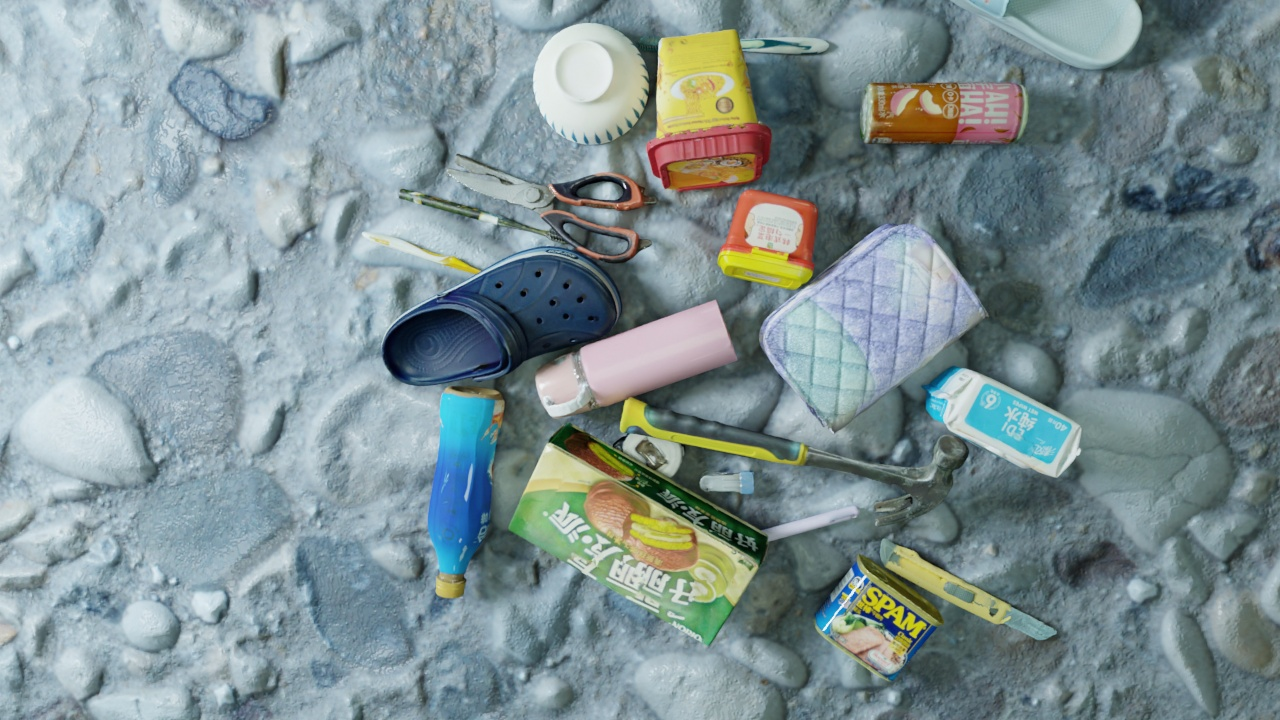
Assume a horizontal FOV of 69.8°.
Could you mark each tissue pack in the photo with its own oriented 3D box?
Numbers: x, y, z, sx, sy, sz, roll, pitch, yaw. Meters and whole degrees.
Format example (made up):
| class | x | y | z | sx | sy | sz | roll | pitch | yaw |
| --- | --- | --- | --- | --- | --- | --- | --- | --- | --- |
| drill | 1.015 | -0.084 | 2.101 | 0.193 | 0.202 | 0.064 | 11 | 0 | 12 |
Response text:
| class | x | y | z | sx | sy | sz | roll | pitch | yaw |
| --- | --- | --- | --- | --- | --- | --- | --- | --- | --- |
| tissue pack | 0.345 | 0.058 | 0.885 | 0.140 | 0.090 | 0.063 | 27 | 96 | 2 |

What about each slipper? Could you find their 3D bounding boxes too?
| class | x | y | z | sx | sy | sz | roll | pitch | yaw |
| --- | --- | --- | --- | --- | --- | --- | --- | --- | --- |
| slipper | 0.362 | -0.362 | 0.855 | 0.245 | 0.074 | 0.104 | 36 | 98 | 0 |
| slipper | -0.146 | -0.037 | 0.912 | 0.253 | 0.095 | 0.105 | -16 | 112 | 9 |

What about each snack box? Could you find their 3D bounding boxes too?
| class | x | y | z | sx | sy | sz | roll | pitch | yaw |
| --- | --- | --- | --- | --- | --- | --- | --- | --- | --- |
| snack box | 0.127 | -0.119 | 0.896 | 0.091 | 0.082 | 0.080 | 13 | 86 | 3 |
| snack box | -0.003 | 0.171 | 0.918 | 0.240 | 0.063 | 0.115 | 29 | 115 | 6 |

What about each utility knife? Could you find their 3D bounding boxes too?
| class | x | y | z | sx | sy | sz | roll | pitch | yaw |
| --- | --- | --- | --- | --- | --- | --- | --- | --- | --- |
| utility knife | 0.333 | 0.238 | 0.943 | 0.198 | 0.021 | 0.031 | 26 | 103 | -2 |

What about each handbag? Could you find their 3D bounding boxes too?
| class | x | y | z | sx | sy | sz | roll | pitch | yaw |
| --- | --- | --- | --- | --- | --- | --- | --- | --- | --- |
| handbag | 0.222 | -0.035 | 0.896 | 0.194 | 0.075 | 0.134 | -38 | 96 | 8 |

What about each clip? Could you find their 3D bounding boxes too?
| class | x | y | z | sx | sy | sz | roll | pitch | yaw |
| --- | --- | --- | --- | --- | --- | --- | --- | --- | --- |
| clip | 0.090 | 0.126 | 0.951 | 0.058 | 0.041 | 0.026 | -2 | 96 | 6 |

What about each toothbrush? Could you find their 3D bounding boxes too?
| class | x | y | z | sx | sy | sz | roll | pitch | yaw |
| --- | --- | --- | --- | --- | --- | --- | --- | --- | --- |
| toothbrush | 0.134 | 0.178 | 0.951 | 0.189 | 0.021 | 0.029 | -14 | 132 | 5 |
| toothbrush | -0.162 | -0.150 | 0.948 | 0.186 | 0.017 | 0.012 | 16 | 83 | 3 |
| toothbrush | 0.091 | -0.314 | 0.911 | 0.192 | 0.018 | 0.016 | 2 | 95 | 5 |
| toothbrush | -0.200 | -0.107 | 0.957 | 0.191 | 0.016 | 0.018 | 18 | 85 | 3 |

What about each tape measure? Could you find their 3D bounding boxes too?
| class | x | y | z | sx | sy | sz | roll | pitch | yaw |
| --- | --- | --- | --- | --- | --- | --- | --- | --- | --- |
| tape measure | 0.013 | 0.093 | 0.946 | 0.066 | 0.033 | 0.066 | -42 | 90 | 8 |

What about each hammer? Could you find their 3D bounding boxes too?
| class | x | y | z | sx | sy | sz | roll | pitch | yaw |
| --- | --- | --- | --- | --- | --- | --- | --- | --- | --- |
| hammer | 0.139 | 0.091 | 0.898 | 0.323 | 0.031 | 0.126 | 12 | 135 | 3 |

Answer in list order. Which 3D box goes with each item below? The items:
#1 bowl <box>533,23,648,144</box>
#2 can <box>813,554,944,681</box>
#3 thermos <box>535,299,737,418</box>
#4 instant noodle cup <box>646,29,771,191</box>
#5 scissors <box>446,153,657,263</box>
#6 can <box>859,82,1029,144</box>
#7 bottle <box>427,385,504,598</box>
| class | x | y | z | sx | sy | sz | roll | pitch | yaw |
| --- | --- | --- | --- | --- | --- | --- | --- | --- | --- |
| bowl | -0.052 | -0.276 | 0.902 | 0.116 | 0.066 | 0.116 | 0 | 95 | 5 |
| can | 0.239 | 0.262 | 0.930 | 0.102 | 0.057 | 0.083 | 35 | 99 | 2 |
| thermos | -0.005 | 0.005 | 0.914 | 0.199 | 0.087 | 0.067 | -19 | 112 | 5 |
| instant noodle cup | 0.062 | -0.239 | 0.879 | 0.116 | 0.116 | 0.123 | -5 | 83 | 5 |
| scissors | -0.089 | -0.173 | 0.935 | 0.197 | 0.015 | 0.205 | -29 | 80 | -1 |
| can | 0.288 | -0.237 | 0.880 | 0.147 | 0.058 | 0.058 | 1 | 95 | 5 |
| bottle | -0.186 | 0.137 | 0.951 | 0.065 | 0.065 | 0.219 | 9 | 95 | 4 |
